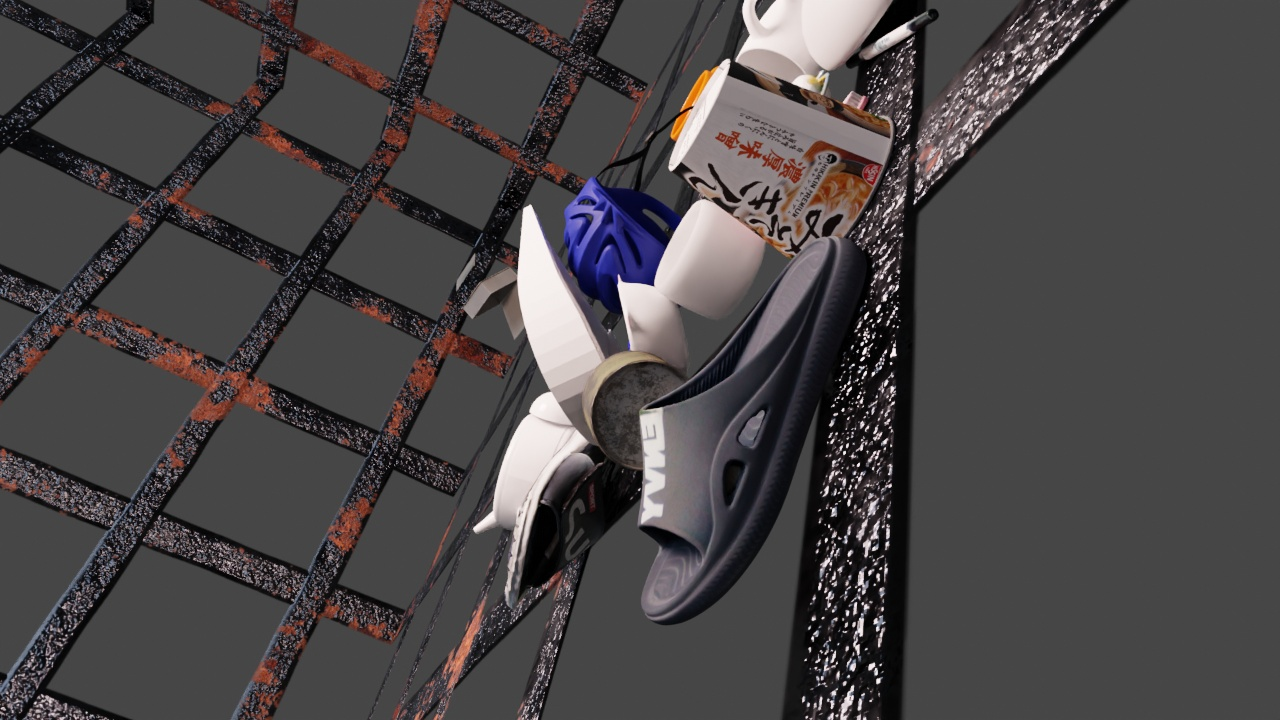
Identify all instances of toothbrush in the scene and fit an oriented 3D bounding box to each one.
[{"bbox_3d":[0.141,-0.160,0.750,0.135,0.016,0.021,-56,11,34],"label":"toothbrush"}]

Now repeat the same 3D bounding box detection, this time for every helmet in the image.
[{"bbox_3d":[0.026,-0.147,0.942,0.228,0.148,0.241,-46,-18,8],"label":"helmet"}]

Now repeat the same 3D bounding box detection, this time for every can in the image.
[{"bbox_3d":[-0.001,0.040,0.762,0.090,0.090,0.074,-64,10,2],"label":"can"}]

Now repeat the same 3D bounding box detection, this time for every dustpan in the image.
[{"bbox_3d":[-0.049,-0.031,0.915,0.053,0.191,0.257,-25,33,12],"label":"dustpan"}]

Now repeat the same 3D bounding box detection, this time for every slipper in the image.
[{"bbox_3d":[-0.061,0.137,0.887,0.263,0.063,0.111,-59,-19,-64],"label":"slipper"},{"bbox_3d":[0.052,0.031,0.565,0.268,0.083,0.111,-64,12,-8],"label":"slipper"}]

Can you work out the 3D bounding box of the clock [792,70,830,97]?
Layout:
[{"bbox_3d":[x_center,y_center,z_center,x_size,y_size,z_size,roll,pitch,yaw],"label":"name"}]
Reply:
[{"bbox_3d":[0.130,-0.201,0.808,0.126,0.052,0.088,-46,20,50],"label":"clock"}]

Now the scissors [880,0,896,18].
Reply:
[{"bbox_3d":[0.219,-0.290,0.688,0.210,0.015,0.137,137,154,-66],"label":"scissors"}]

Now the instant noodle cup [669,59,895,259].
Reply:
[{"bbox_3d":[0.094,-0.147,0.657,0.124,0.121,0.123,-60,11,20],"label":"instant noodle cup"}]

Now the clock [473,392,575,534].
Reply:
[{"bbox_3d":[-0.114,0.117,0.971,0.125,0.073,0.160,91,-163,-66],"label":"clock"}]

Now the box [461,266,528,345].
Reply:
[{"bbox_3d":[-0.473,-0.175,3.252,0.167,0.232,0.168,-45,-4,42],"label":"box"}]

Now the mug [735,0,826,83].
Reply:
[{"bbox_3d":[0.137,-0.312,0.872,0.081,0.114,0.087,12,66,46],"label":"mug"}]

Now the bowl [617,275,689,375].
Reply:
[{"bbox_3d":[0.015,-0.020,0.853,0.114,0.050,0.114,150,108,-90],"label":"bowl"}]

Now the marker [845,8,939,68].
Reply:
[{"bbox_3d":[0.194,-0.251,0.721,0.011,0.011,0.152,-64,11,0],"label":"marker"}]

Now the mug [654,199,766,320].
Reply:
[{"bbox_3d":[0.059,-0.085,0.824,0.094,0.068,0.116,-68,12,-21],"label":"mug"}]

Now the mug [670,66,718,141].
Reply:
[{"bbox_3d":[0.098,-0.260,0.969,0.078,0.096,0.112,-42,24,63],"label":"mug"}]

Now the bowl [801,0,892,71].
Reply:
[{"bbox_3d":[0.184,-0.337,0.769,0.177,0.066,0.176,-59,6,9],"label":"bowl"}]

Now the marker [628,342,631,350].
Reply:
[{"bbox_3d":[-0.006,0.006,1.050,0.020,0.020,0.141,-59,12,26],"label":"marker"}]
